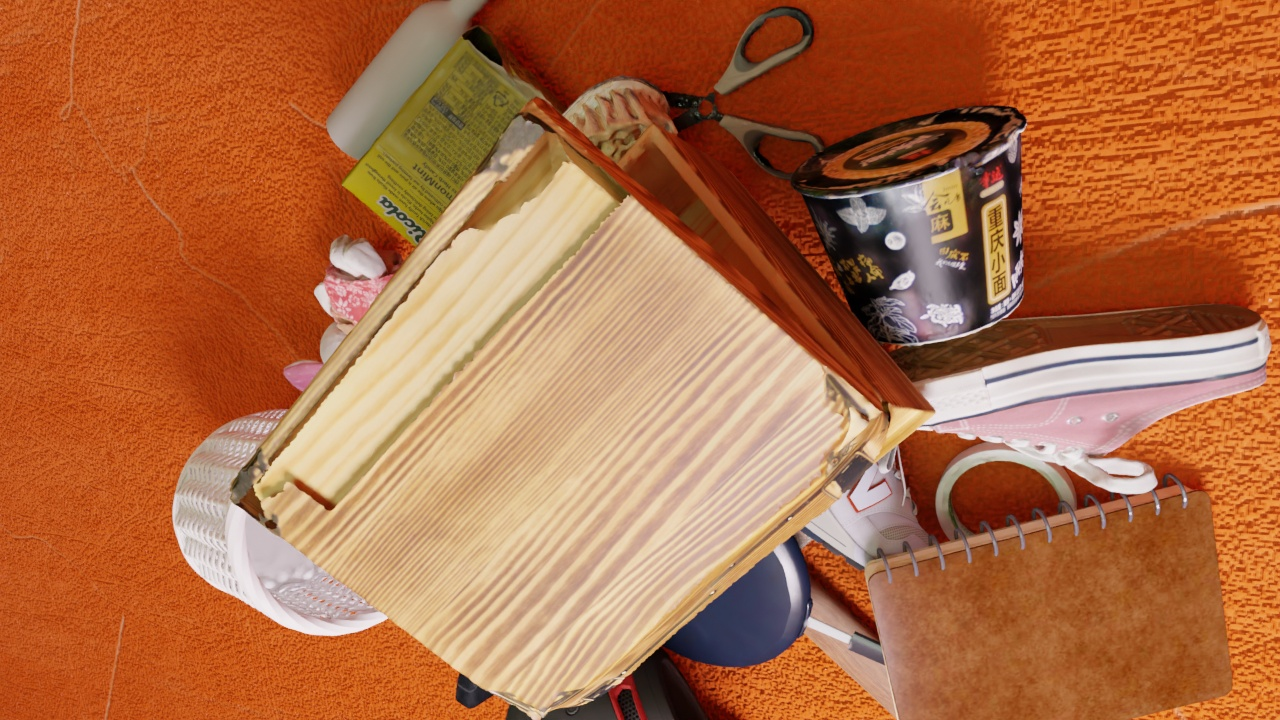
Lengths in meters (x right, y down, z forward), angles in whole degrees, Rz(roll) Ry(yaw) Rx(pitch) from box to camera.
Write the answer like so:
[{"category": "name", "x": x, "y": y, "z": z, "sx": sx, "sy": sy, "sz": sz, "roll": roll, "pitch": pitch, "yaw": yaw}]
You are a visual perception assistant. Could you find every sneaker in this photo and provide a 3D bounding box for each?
[{"category": "sneaker", "x": 0.153, "y": 0.068, "z": 0.654, "sx": 0.239, "sy": 0.089, "sz": 0.124, "roll": 33, "pitch": 96, "yaw": -9}, {"category": "sneaker", "x": 0.256, "y": 0.026, "z": 0.574, "sx": 0.241, "sy": 0.118, "sz": 0.088, "roll": -8, "pitch": 108, "yaw": 14}]

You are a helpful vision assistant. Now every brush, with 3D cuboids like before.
[{"category": "brush", "x": -0.072, "y": -0.102, "z": 0.699, "sx": 0.272, "sy": 0.083, "sz": 0.056, "roll": -43, "pitch": 50, "yaw": 35}]

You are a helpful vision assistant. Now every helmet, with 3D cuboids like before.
[{"category": "helmet", "x": -0.028, "y": 0.337, "z": 0.767, "sx": 0.170, "sy": 0.264, "sz": 0.164, "roll": -32, "pitch": 130, "yaw": 3}]

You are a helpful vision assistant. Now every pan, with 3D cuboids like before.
[{"category": "pan", "x": 0.109, "y": 0.194, "z": 0.714, "sx": 0.357, "sy": 0.021, "sz": 0.199, "roll": 21, "pitch": 124, "yaw": 21}]

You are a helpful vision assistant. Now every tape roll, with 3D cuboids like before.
[{"category": "tape roll", "x": 0.261, "y": 0.103, "z": 0.657, "sx": 0.094, "sy": 0.018, "sz": 0.094, "roll": 10, "pitch": 114, "yaw": 23}]

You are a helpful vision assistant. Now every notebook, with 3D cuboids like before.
[{"category": "notebook", "x": 0.275, "y": 0.177, "z": 0.620, "sx": 0.225, "sy": 0.024, "sz": 0.167, "roll": -15, "pitch": 104, "yaw": 3}]

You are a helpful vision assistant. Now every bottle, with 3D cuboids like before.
[{"category": "bottle", "x": -0.174, "y": -0.236, "z": 0.721, "sx": 0.196, "sy": 0.052, "sz": 0.052, "roll": -35, "pitch": 92, "yaw": 33}]

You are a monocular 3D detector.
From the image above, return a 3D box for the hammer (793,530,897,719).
[{"category": "hammer", "x": 0.182, "y": 0.249, "z": 0.745, "sx": 0.301, "sy": 0.037, "sz": 0.158, "roll": 42, "pitch": 123, "yaw": 6}]

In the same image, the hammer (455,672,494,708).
[{"category": "hammer", "x": -0.133, "y": 0.156, "z": 0.799, "sx": 0.025, "sy": 0.117, "sz": 0.333, "roll": 19, "pitch": 111, "yaw": 32}]

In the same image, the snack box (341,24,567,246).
[{"category": "snack box", "x": -0.136, "y": -0.161, "z": 0.721, "sx": 0.121, "sy": 0.045, "sz": 0.181, "roll": 41, "pitch": 124, "yaw": -17}]

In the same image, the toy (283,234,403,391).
[{"category": "toy", "x": -0.251, "y": -0.023, "z": 0.828, "sx": 0.159, "sy": 0.084, "sz": 0.195, "roll": 24, "pitch": 126, "yaw": 14}]

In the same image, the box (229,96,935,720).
[{"category": "box", "x": -0.029, "y": 0.043, "z": 0.519, "sx": 0.280, "sy": 0.263, "sz": 0.269, "roll": -45, "pitch": 65, "yaw": 20}]

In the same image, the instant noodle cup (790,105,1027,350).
[{"category": "instant noodle cup", "x": 0.174, "y": -0.080, "z": 0.566, "sx": 0.137, "sy": 0.136, "sz": 0.112, "roll": -8, "pitch": 116, "yaw": 29}]

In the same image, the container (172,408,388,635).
[{"category": "container", "x": -0.301, "y": 0.136, "z": 0.830, "sx": 0.187, "sy": 0.188, "sz": 0.189, "roll": -4, "pitch": 109, "yaw": 50}]

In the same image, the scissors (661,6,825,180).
[{"category": "scissors", "x": 0.064, "y": -0.179, "z": 0.645, "sx": 0.168, "sy": 0.012, "sz": 0.158, "roll": 42, "pitch": 123, "yaw": 7}]
